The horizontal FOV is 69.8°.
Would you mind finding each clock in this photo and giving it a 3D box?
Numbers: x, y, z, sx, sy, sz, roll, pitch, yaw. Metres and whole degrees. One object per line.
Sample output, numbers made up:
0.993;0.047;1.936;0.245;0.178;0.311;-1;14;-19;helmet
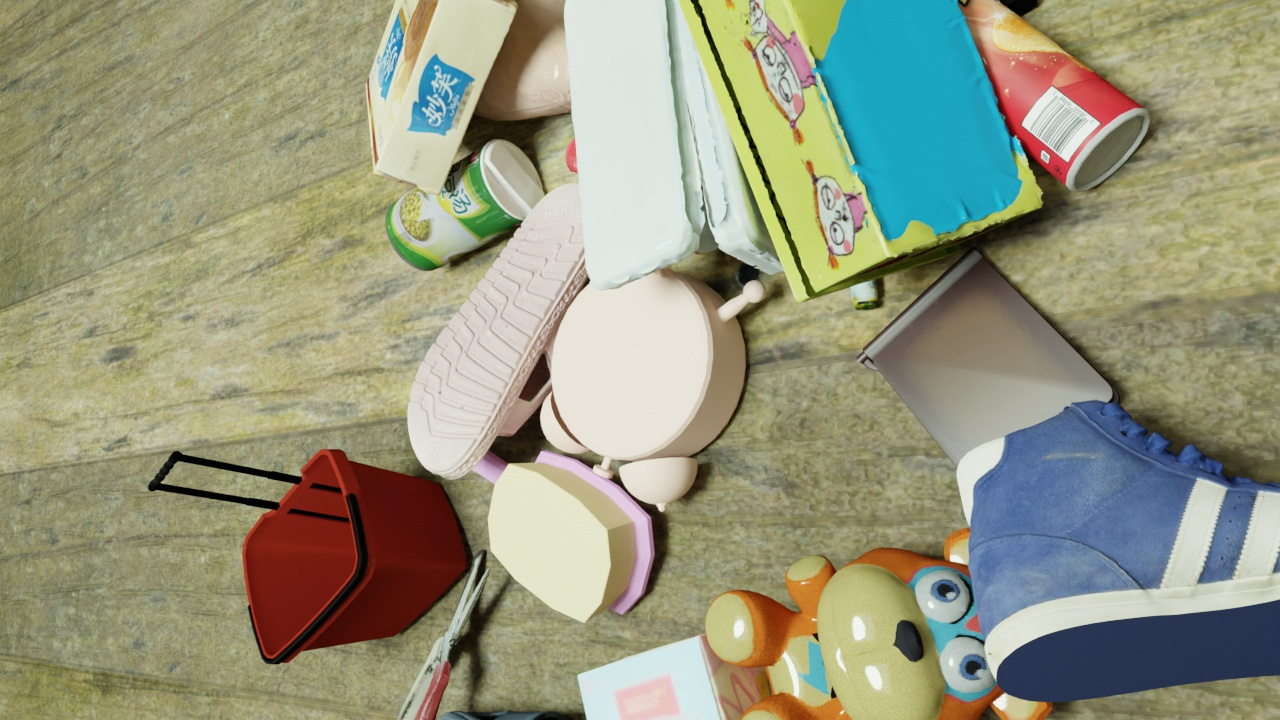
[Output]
-0.004;0.004;0.611;0.131;0.086;0.160;27;105;37;clock

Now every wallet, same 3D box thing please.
0.187;0.007;0.506;0.092;0.018;0.115;-47;55;22;wallet

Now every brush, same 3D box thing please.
-0.087;0.102;0.667;0.229;0.043;0.089;27;111;36;brush

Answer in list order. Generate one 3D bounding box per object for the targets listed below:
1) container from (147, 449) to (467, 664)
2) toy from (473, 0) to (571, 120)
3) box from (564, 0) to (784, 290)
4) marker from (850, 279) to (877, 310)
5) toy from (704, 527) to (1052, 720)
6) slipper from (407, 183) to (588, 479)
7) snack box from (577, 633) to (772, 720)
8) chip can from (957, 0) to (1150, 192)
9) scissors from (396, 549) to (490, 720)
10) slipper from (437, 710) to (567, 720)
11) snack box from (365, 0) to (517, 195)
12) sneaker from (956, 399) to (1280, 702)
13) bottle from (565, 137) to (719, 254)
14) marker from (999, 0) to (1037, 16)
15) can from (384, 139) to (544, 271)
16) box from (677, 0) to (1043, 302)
-0.251;0.143;0.691;0.148;0.200;0.127;-44;54;23;container
-0.025;-0.246;0.676;0.265;0.065;0.196;1;82;33;toy
0.033;-0.148;0.555;0.130;0.105;0.211;-15;75;43;box
0.130;-0.103;0.563;0.017;0.017;0.146;-12;75;35;marker
0.127;0.150;0.477;0.176;0.096;0.112;-15;67;-2;toy
-0.089;-0.019;0.687;0.094;0.064;0.239;23;79;39;slipper
0.033;0.205;0.539;0.093;0.094;0.079;-28;67;31;snack box
0.182;-0.180;0.514;0.052;0.051;0.214;-48;58;21;chip can
-0.161;0.249;0.702;0.180;0.015;0.196;-50;22;47;scissors
-0.069;0.282;0.603;0.264;0.082;0.101;-31;61;57;slipper
-0.165;-0.244;0.722;0.154;0.055;0.207;-60;30;24;snack box
0.259;0.068;0.409;0.233;0.091;0.118;-17;40;13;sneaker
0.003;-0.124;0.634;0.137;0.062;0.062;31;101;37;bottle
0.201;-0.267;0.534;0.019;0.019;0.145;-20;71;33;marker
-0.142;-0.123;0.738;0.121;0.067;0.067;-21;71;33;can
0.107;-0.152;0.482;0.083;0.124;0.221;-24;87;63;box
